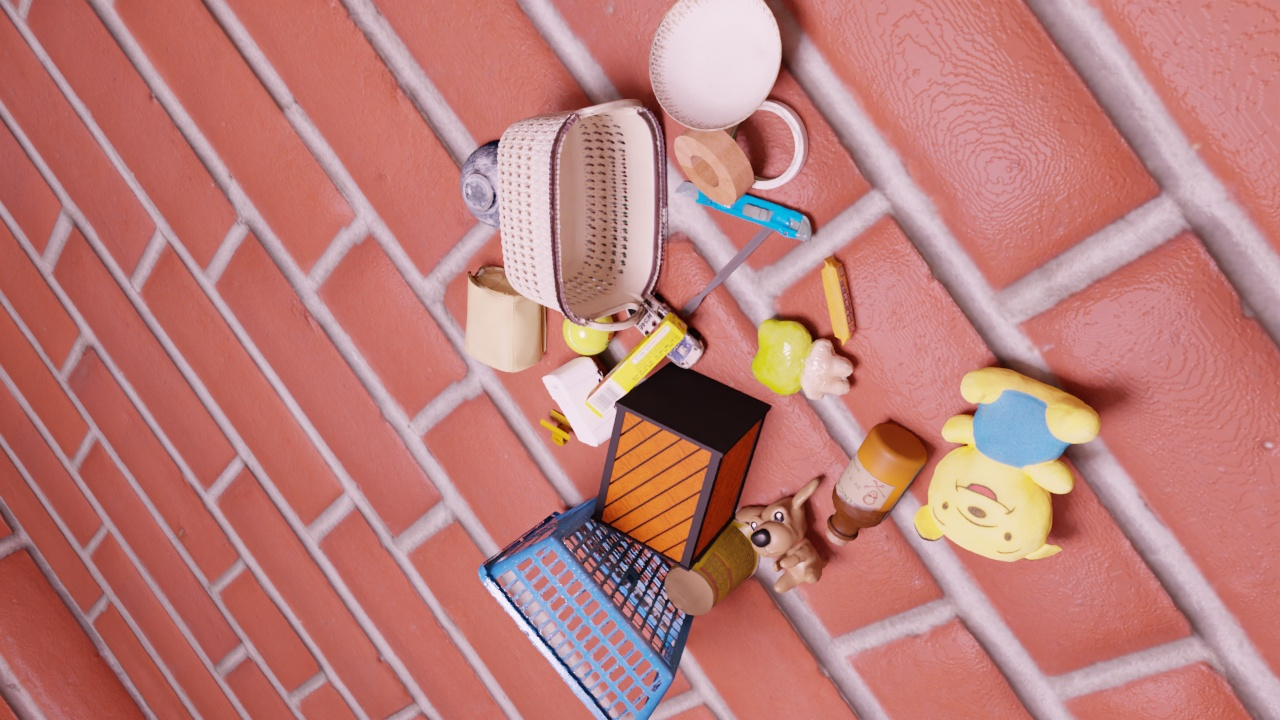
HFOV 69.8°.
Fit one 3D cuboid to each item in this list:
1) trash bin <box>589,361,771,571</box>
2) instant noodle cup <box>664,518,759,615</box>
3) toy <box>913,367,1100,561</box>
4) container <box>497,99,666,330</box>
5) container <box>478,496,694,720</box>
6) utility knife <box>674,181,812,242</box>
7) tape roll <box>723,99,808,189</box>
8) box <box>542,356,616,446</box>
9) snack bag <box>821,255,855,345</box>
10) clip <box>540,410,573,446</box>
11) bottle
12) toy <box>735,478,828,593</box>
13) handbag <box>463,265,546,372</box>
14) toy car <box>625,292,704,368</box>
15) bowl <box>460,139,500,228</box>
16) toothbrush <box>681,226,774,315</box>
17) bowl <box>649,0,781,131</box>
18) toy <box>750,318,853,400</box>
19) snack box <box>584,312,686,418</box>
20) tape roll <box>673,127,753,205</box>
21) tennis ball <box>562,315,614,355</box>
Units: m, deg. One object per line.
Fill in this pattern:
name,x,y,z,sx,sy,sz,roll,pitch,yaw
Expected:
trash bin,0.048,0.124,1.116,0.140,0.139,0.172,25,121,21
instant noodle cup,0.085,0.267,1.171,0.100,0.112,0.100,13,117,26
toy,0.377,0.112,0.943,0.149,0.083,0.214,31,125,39
container,-0.066,-0.171,1.045,0.143,0.184,0.252,17,117,38
container,-0.037,0.289,1.136,0.089,0.362,0.257,-42,85,6
utility knife,0.114,-0.170,1.025,0.175,0.015,0.031,23,103,27
tape roll,0.133,-0.232,0.988,0.094,0.018,0.094,13,116,27
box,-0.056,0.041,1.187,0.107,0.095,0.102,57,163,-9
snack bag,0.216,-0.066,1.002,0.020,0.026,0.099,-5,106,34
clip,-0.111,0.097,1.278,0.054,0.046,0.047,27,87,19
bottle,0.258,0.149,1.042,0.068,0.067,0.157,34,124,15
toy,0.178,0.217,1.108,0.134,0.105,0.108,-32,81,41
handbag,-0.184,-0.060,1.223,0.111,0.081,0.119,22,122,31
toy car,0.028,-0.037,1.122,0.113,0.040,0.049,44,127,8
bowl,-0.188,-0.219,1.166,0.114,0.060,0.114,12,116,26
toothbrush,0.102,-0.106,1.064,0.013,0.013,0.168,49,125,6
bowl,0.085,-0.305,0.946,0.145,0.063,0.145,1,92,26
toy,0.184,0.003,1.041,0.118,0.043,0.092,18,116,21
snack box,-0.007,0.006,1.096,0.029,0.040,0.148,43,106,-7
tape roll,0.079,-0.212,0.989,0.094,0.027,0.094,44,168,12
tennis ball,-0.066,-0.040,1.163,0.065,0.065,0.065,13,116,27
